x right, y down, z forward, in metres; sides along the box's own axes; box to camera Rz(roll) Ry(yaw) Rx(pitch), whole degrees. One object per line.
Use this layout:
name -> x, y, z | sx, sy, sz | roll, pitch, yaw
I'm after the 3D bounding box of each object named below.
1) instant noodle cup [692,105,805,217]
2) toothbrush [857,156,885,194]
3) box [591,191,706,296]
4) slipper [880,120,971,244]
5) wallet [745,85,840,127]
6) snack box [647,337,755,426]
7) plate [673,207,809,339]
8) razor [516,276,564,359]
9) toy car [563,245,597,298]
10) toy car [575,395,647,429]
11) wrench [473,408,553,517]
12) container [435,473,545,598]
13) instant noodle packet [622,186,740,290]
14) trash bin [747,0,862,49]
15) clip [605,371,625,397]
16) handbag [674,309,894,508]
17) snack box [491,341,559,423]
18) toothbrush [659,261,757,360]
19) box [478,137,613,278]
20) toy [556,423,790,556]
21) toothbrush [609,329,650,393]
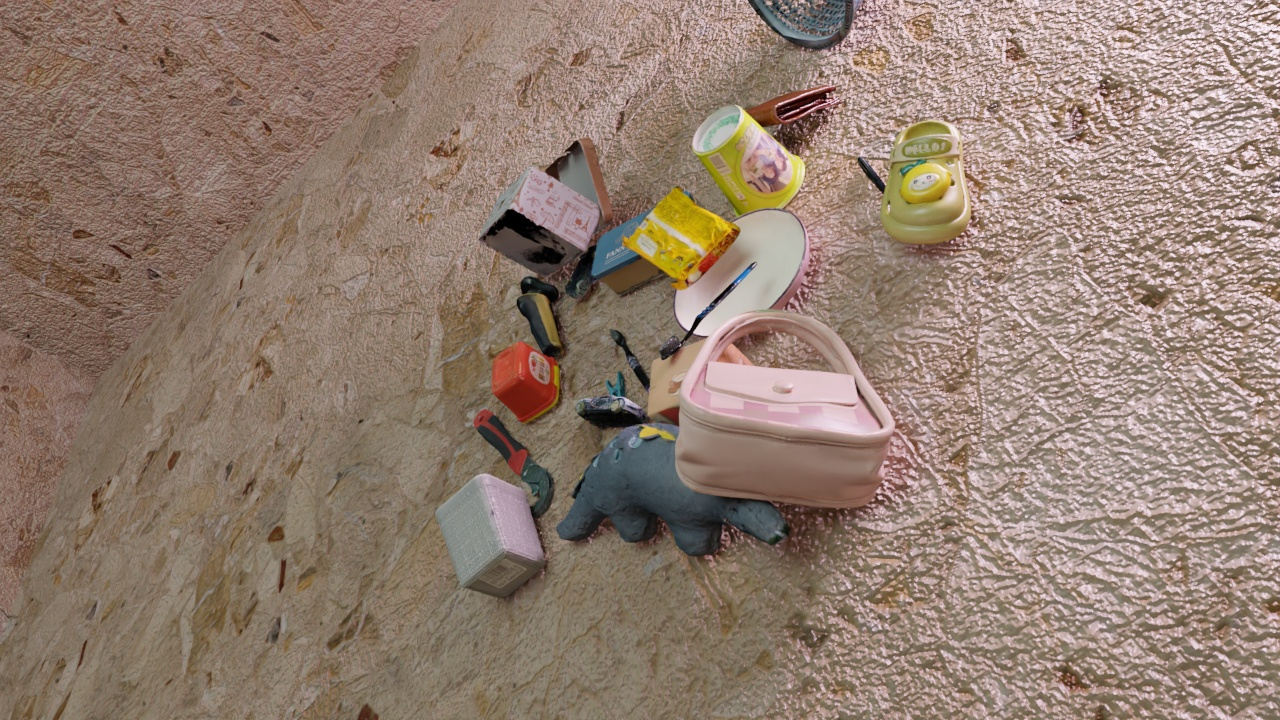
instant noodle cup -> 0.133, -0.260, 1.183 | 0.112, 0.123, 0.111 | -29, 40, 27
toothbrush -> 0.280, -0.190, 1.050 | 0.018, 0.016, 0.180 | -14, 40, 0
box -> 0.011, -0.158, 1.278 | 0.185, 0.061, 0.089 | -23, 42, 31
slipper -> 0.300, -0.205, 0.977 | 0.092, 0.082, 0.190 | -5, 48, 24
wallet -> 0.188, -0.335, 1.224 | 0.124, 0.032, 0.101 | -28, 21, -29
snack box -> 0.074, 0.039, 0.998 | 0.093, 0.094, 0.076 | -23, 43, 33
plate -> 0.127, -0.098, 1.114 | 0.193, 0.039, 0.192 | -28, 40, 27
razor -> -0.143, -0.063, 1.373 | 0.067, 0.062, 0.167 | -17, 43, -7
toy car -> -0.080, -0.132, 1.376 | 0.043, 0.034, 0.090 | 8, 65, 47
toy car -> -0.035, 0.062, 1.135 | 0.106, 0.049, 0.031 | -3, 58, 45
wrench -> -0.178, 0.130, 1.259 | 0.056, 0.016, 0.273 | -49, 36, 0
container -> -0.179, 0.216, 1.109 | 0.090, 0.090, 0.114 | -41, 48, 15
instant noodle packet -> 0.049, -0.155, 1.159 | 0.110, 0.044, 0.128 | -45, 52, -4
trash bin -> 0.270, -0.588, 1.283 | 0.195, 0.226, 0.227 | -43, 34, -13
clip -> -0.031, 0.039, 1.183 | 0.040, 0.014, 0.056 | -36, 36, 20
handbag -> 0.135, 0.028, 0.887 | 0.193, 0.094, 0.233 | 8, 38, 3
snack box -> -0.163, 0.028, 1.279 | 0.082, 0.080, 0.091 | -33, 39, 23
toothbrush -> 0.078, -0.061, 1.030 | 0.189, 0.016, 0.014 | -45, 21, -31
box -> -0.124, -0.242, 1.387 | 0.183, 0.152, 0.177 | -18, 48, 63
toy -> 0.019, 0.134, 0.957 | 0.357, 0.091, 0.138 | -8, 82, 50
toothbrush -> -0.007, 0.007, 1.185 | 0.014, 0.016, 0.189 | -44, 37, 9
